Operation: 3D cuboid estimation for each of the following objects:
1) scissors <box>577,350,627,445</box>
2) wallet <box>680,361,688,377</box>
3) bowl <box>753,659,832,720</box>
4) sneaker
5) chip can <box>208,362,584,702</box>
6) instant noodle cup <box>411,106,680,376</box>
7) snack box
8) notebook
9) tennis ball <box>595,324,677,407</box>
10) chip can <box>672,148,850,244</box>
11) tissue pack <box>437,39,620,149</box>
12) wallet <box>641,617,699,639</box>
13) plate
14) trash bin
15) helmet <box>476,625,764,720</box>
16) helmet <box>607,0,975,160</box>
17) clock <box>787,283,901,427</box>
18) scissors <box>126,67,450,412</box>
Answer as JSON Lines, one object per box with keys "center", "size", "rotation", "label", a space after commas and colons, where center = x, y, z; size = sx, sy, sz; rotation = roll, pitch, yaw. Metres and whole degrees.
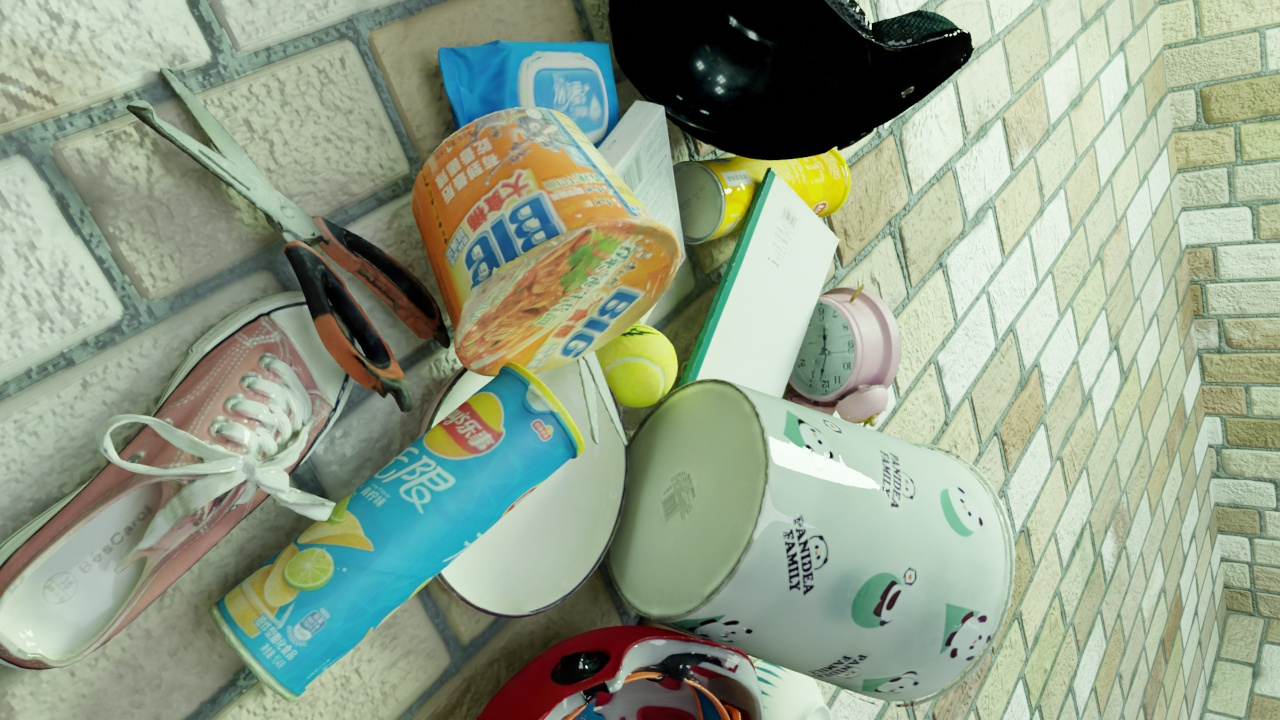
{"center": [-0.038, -0.018, 0.664], "size": [0.170, 0.012, 0.143], "rotation": [55, 33, -3], "label": "scissors"}
{"center": [0.081, 0.041, 0.843], "size": [0.115, 0.024, 0.087], "rotation": [-5, 89, -49], "label": "wallet"}
{"center": [0.141, 0.351, 0.882], "size": [0.116, 0.066, 0.116], "rotation": [-2, 92, -48], "label": "bowl"}
{"center": [-0.212, 0.051, 0.460], "size": [0.240, 0.088, 0.118], "rotation": [-55, 128, -38], "label": "sneaker"}
{"center": [-0.132, 0.092, 0.521], "size": [0.209, 0.071, 0.071], "rotation": [-41, 121, -19], "label": "chip can"}
{"center": [-0.067, -0.076, 0.572], "size": [0.151, 0.152, 0.111], "rotation": [-3, 55, -48], "label": "instant noodle cup"}
{"center": [-0.001, -0.109, 0.701], "size": [0.084, 0.027, 0.157], "rotation": [-58, 154, -30], "label": "snack box"}
{"center": [0.110, -0.043, 0.810], "size": [0.150, 0.012, 0.209], "rotation": [29, 80, -50], "label": "notebook"}
{"center": [-0.004, 0.004, 0.714], "size": [0.065, 0.066, 0.065], "rotation": [-1, 91, -48], "label": "tennis ball"}
{"center": [0.109, -0.154, 0.833], "size": [0.212, 0.072, 0.072], "rotation": [-20, 105, -47], "label": "chip can"}
{"center": [-0.070, -0.177, 0.646], "size": [0.156, 0.052, 0.095], "rotation": [-20, 105, -46], "label": "tissue pack"}
{"center": [0.039, 0.242, 0.802], "size": [0.115, 0.020, 0.101], "rotation": [50, 56, -39], "label": "wallet"}
{"center": [-0.086, 0.080, 0.643], "size": [0.192, 0.039, 0.192], "rotation": [-1, 91, -48], "label": "plate"}
{"center": [0.125, 0.139, 0.733], "size": [0.251, 0.230, 0.229], "rotation": [24, 72, -32], "label": "trash bin"}
{"center": [-0.037, 0.283, 0.630], "size": [0.239, 0.144, 0.207], "rotation": [-8, 99, -32], "label": "helmet"}
{"center": [0.105, -0.271, 0.716], "size": [0.233, 0.231, 0.274], "rotation": [67, 20, 7], "label": "helmet"}
{"center": [0.192, 0.006, 0.899], "size": [0.059, 0.117, 0.158], "rotation": [-8, 94, -38], "label": "clock"}
{"center": [-0.182, -0.062, 0.515], "size": [0.224, 0.015, 0.188], "rotation": [62, 17, 10], "label": "scissors"}
